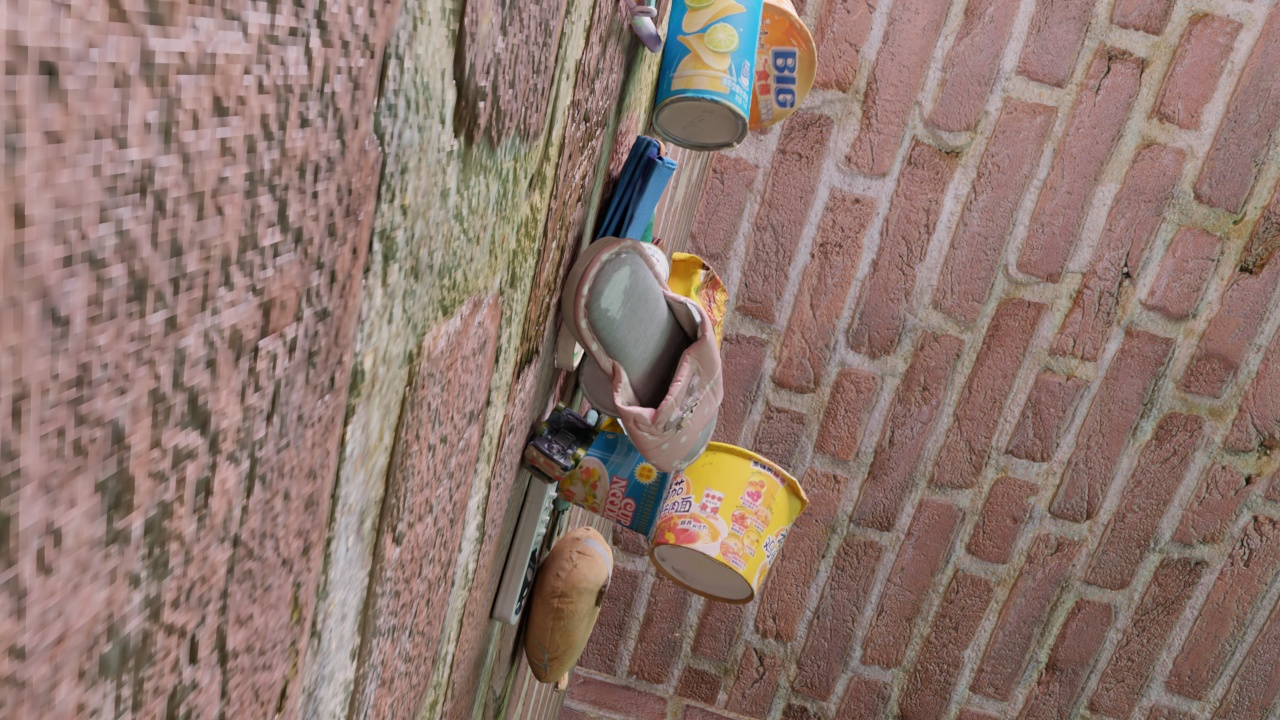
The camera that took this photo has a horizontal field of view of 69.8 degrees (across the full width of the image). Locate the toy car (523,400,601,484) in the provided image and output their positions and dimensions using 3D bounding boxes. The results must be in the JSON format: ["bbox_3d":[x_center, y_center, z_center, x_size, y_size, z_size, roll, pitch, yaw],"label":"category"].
[{"bbox_3d":[-0.061,0.062,0.701,0.035,0.042,0.090,-52,-179,21],"label":"toy car"}]

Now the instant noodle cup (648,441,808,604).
[{"bbox_3d":[0.077,0.161,0.885,0.138,0.138,0.109,101,15,-58],"label":"instant noodle cup"}]

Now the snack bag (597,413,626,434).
[{"bbox_3d":[-0.027,0.061,1.100,0.190,0.039,0.110,-75,174,-62],"label":"snack bag"}]

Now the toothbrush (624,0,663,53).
[{"bbox_3d":[0.005,-0.232,0.632,0.021,0.029,0.189,-34,-174,9],"label":"toothbrush"}]

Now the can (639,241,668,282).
[{"bbox_3d":[-0.010,-0.062,0.840,0.146,0.058,0.058,-69,173,-64],"label":"can"}]

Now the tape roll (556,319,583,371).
[{"bbox_3d":[-0.047,-0.034,0.716,0.086,0.014,0.086,20,86,-87],"label":"tape roll"}]

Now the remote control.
[{"bbox_3d":[-0.090,0.142,0.759,0.058,0.021,0.150,85,20,-82],"label":"remote control"}]

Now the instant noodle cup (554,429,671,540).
[{"bbox_3d":[-0.029,0.108,0.871,0.099,0.110,0.099,20,86,-87],"label":"instant noodle cup"}]

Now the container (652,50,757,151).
[{"bbox_3d":[0.066,-0.281,0.895,0.111,0.090,0.089,96,10,-55],"label":"container"}]

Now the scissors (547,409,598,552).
[{"bbox_3d":[-0.074,0.117,0.987,0.180,0.019,0.170,102,5,-66],"label":"scissors"}]

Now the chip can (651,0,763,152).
[{"bbox_3d":[0.056,-0.264,0.676,0.071,0.071,0.210,96,3,-74],"label":"chip can"}]

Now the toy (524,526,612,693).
[{"bbox_3d":[-0.089,0.298,1.032,0.143,0.082,0.226,-47,156,-65],"label":"toy"}]

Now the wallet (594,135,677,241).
[{"bbox_3d":[-0.005,-0.134,0.769,0.133,0.040,0.106,-62,176,-78],"label":"wallet"}]

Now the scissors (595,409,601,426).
[{"bbox_3d":[-0.048,0.045,1.139,0.193,0.015,0.206,103,3,-57],"label":"scissors"}]

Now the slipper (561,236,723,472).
[{"bbox_3d":[0.018,0.007,0.730,0.114,0.054,0.274,-52,143,-18],"label":"slipper"}]

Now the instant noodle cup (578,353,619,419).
[{"bbox_3d":[-0.005,0.005,0.915,0.120,0.111,0.111,-46,152,-69],"label":"instant noodle cup"}]

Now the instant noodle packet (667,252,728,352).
[{"bbox_3d":[0.049,-0.026,0.861,0.110,0.044,0.128,39,58,-59],"label":"instant noodle packet"}]

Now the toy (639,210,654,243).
[{"bbox_3d":[0.001,-0.144,0.938,0.092,0.030,0.096,105,-4,-54],"label":"toy"}]

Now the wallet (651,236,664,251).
[{"bbox_3d":[0.007,-0.112,1.240,0.124,0.032,0.101,-67,169,-73],"label":"wallet"}]

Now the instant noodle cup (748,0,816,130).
[{"bbox_3d":[0.118,-0.352,1.034,0.111,0.151,0.152,-84,-175,-48],"label":"instant noodle cup"}]
